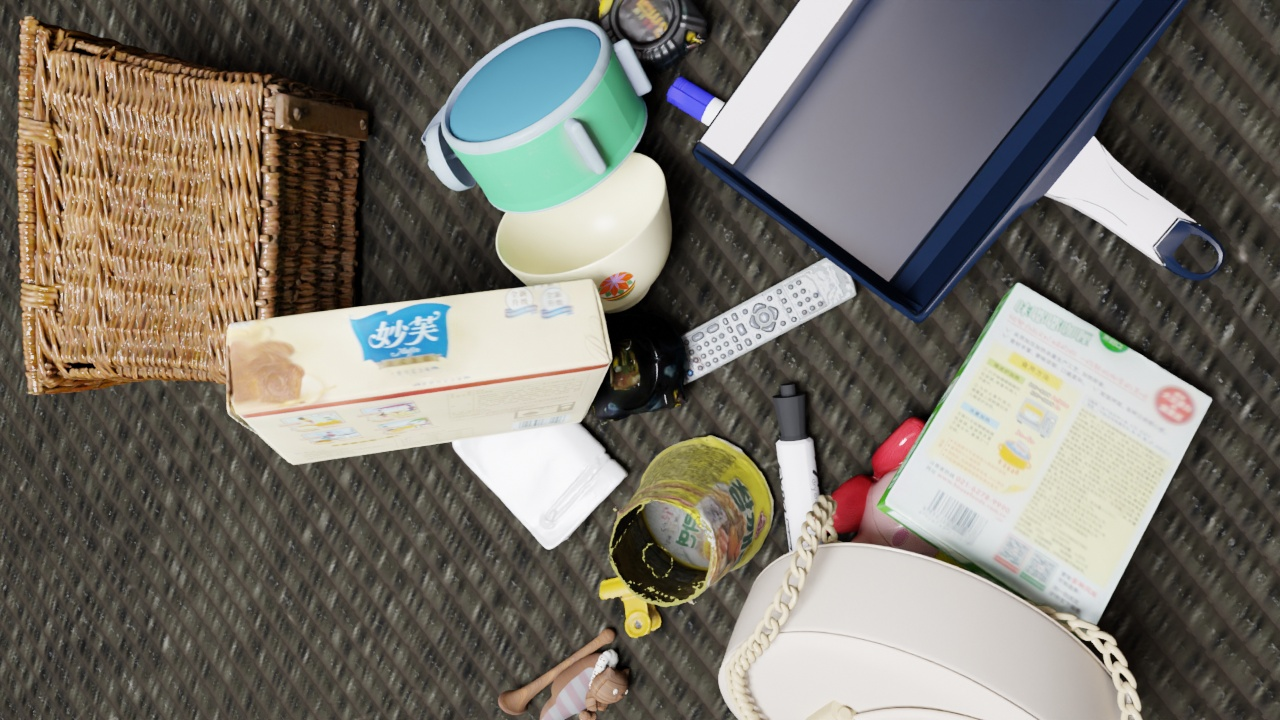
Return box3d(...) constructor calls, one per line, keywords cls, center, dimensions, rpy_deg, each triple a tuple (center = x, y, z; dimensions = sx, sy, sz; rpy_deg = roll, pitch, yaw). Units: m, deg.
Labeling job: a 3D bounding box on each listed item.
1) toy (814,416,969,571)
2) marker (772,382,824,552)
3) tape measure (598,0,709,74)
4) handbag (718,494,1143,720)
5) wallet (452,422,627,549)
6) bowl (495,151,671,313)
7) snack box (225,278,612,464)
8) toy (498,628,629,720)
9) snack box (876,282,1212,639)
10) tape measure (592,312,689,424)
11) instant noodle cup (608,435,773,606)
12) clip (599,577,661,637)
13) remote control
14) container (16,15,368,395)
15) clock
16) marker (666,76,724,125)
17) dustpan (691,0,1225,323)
box3d(cls="toy", center=(0.197, 0.107, 0.586), dimensions=(0.124, 0.097, 0.131), rpy_deg=(-45, 68, -5))
box3d(cls="marker", center=(0.108, 0.078, 0.624), dimensions=(0.025, 0.025, 0.126), rpy_deg=(-6, 96, 17))
box3d(cls="tape measure", center=(0.006, -0.223, 0.609), dimensions=(0.063, 0.038, 0.067), rpy_deg=(-38, 89, 9))
box3d(cls="handbag", center=(0.158, 0.194, 0.550), dimensions=(0.208, 0.103, 0.211), rpy_deg=(27, 143, 4))
box3d(cls="wallet", center=(-0.074, 0.072, 0.677), dimensions=(0.086, 0.032, 0.116), rpy_deg=(-42, 82, 6))
box3d(cls="bowl", center=(-0.027, -0.073, 0.613), dimensions=(0.118, 0.117, 0.074), rpy_deg=(-12, 136, 18))
box3d(cls="snack box", center=(-0.132, 0.012, 0.576), dimensions=(0.207, 0.153, 0.055), rpy_deg=(-8, 75, -12))
box3d(cls="toy", center=(-0.051, 0.246, 0.687), dimensions=(0.102, 0.041, 0.054), rpy_deg=(-38, 63, 10))
box3d(cls="snack box", center=(0.238, 0.055, 0.541), dimensions=(0.132, 0.027, 0.167), rpy_deg=(34, 75, 9))
box3d(cls="tape measure", center=(-0.004, 0.004, 0.633), dimensions=(0.072, 0.042, 0.072), rpy_deg=(-12, 91, 37))
box3d(cls="instant noodle cup", center=(0.030, 0.109, 0.608), dimensions=(0.102, 0.108, 0.102), rpy_deg=(3, 99, 18))
box3d(cls="clip", center=(0.000, 0.180, 0.677), dimensions=(0.053, 0.035, 0.046), rpy_deg=(-18, 74, 16))
box3d(cls="remote control", center=(0.080, -0.027, 0.624), dimensions=(0.137, 0.013, 0.033), rpy_deg=(-28, 89, 18))
box3d(cls="container", center=(-0.306, -0.096, 0.658), dimensions=(0.183, 0.162, 0.250), rpy_deg=(7, 99, 10))
box3d(cls="clock", center=(-0.077, -0.157, 0.604), dimensions=(0.162, 0.075, 0.121), rpy_deg=(6, 57, 34))
box3d(cls="marker", center=(0.081, -0.143, 0.605), dimensions=(0.141, 0.020, 0.020), rpy_deg=(34, 105, 10))
box3d(cls="dustpan", center=(0.204, -0.136, 0.527), dimensions=(0.273, 0.080, 0.236), rpy_deg=(36, 103, -1))
